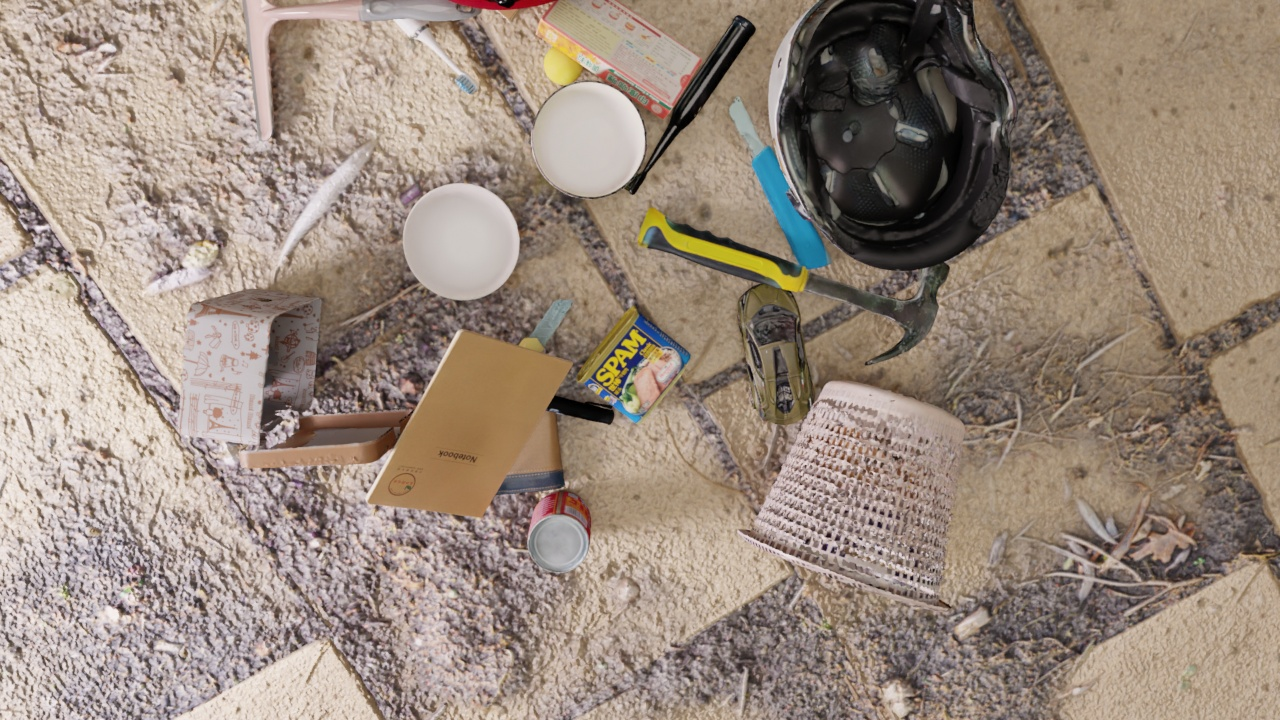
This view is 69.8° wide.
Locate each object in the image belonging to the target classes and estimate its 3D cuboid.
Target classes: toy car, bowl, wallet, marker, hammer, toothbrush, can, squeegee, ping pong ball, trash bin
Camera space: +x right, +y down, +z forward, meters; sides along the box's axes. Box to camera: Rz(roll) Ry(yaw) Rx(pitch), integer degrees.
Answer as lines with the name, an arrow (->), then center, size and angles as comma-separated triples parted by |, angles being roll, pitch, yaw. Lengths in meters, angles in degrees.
toy car -> 0.148, -0.007, 1.007 | 0.070, 0.042, 0.158 | -13, 98, 0
bowl -> -0.052, -0.225, 0.946 | 0.116, 0.066, 0.116 | 0, 99, -2
wallet -> -0.134, 0.090, 1.019 | 0.090, 0.033, 0.115 | -5, 99, -4
marker -> -0.090, 0.047, 0.997 | 0.132, 0.020, 0.022 | 15, 80, -25
hammer -> 0.153, -0.088, 0.972 | 0.323, 0.032, 0.126 | 18, 89, 3
toothbrush -> 0.048, -0.265, 0.964 | 0.027, 0.026, 0.213 | 40, 99, 27
can -> -0.006, 0.006, 0.995 | 0.083, 0.057, 0.102 | 38, 97, -10
squeegee -> -0.282, -0.347, 0.908 | 0.250, 0.040, 0.248 | -1, 105, 4
can -> -0.088, 0.184, 1.005 | 0.066, 0.093, 0.066 | 0, 100, -2
toothbrush -> -0.245, -0.359, 0.936 | 0.221, 0.027, 0.026 | 47, 55, -9
bowl -> -0.183, -0.125, 0.961 | 0.118, 0.064, 0.118 | 0, 100, -3
ping pong ball -> -0.079, -0.305, 0.944 | 0.040, 0.040, 0.040 | 0, 100, -2
trash bin -> 0.238, 0.132, 0.961 | 0.227, 0.227, 0.192 | 19, 86, -5

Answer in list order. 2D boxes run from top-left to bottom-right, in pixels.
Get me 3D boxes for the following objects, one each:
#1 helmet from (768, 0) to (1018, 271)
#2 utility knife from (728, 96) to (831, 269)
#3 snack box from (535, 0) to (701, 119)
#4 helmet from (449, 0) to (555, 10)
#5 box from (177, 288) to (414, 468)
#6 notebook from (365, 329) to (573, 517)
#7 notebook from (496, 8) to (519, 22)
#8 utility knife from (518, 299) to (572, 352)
helmet -> 0.231, -0.235, 0.910 | 0.230, 0.156, 0.274 | -28, 111, 1
utility knife -> 0.146, -0.187, 0.983 | 0.034, 0.018, 0.204 | -28, 101, 5
snack box -> -0.020, -0.319, 0.932 | 0.156, 0.027, 0.076 | 32, 63, -7
helmet -> -0.132, -0.421, 0.859 | 0.240, 0.144, 0.207 | 11, 85, -16
box -> -0.330, 0.022, 0.923 | 0.193, 0.183, 0.157 | 7, 100, -4
notebook -> -0.173, 0.072, 0.940 | 0.147, 0.008, 0.208 | 18, 110, -44
notebook -> -0.130, -0.476, 0.927 | 0.149, 0.012, 0.211 | 37, 97, -6
utility knife -> -0.137, 0.018, 0.989 | 0.031, 0.021, 0.206 | 34, 94, -9
